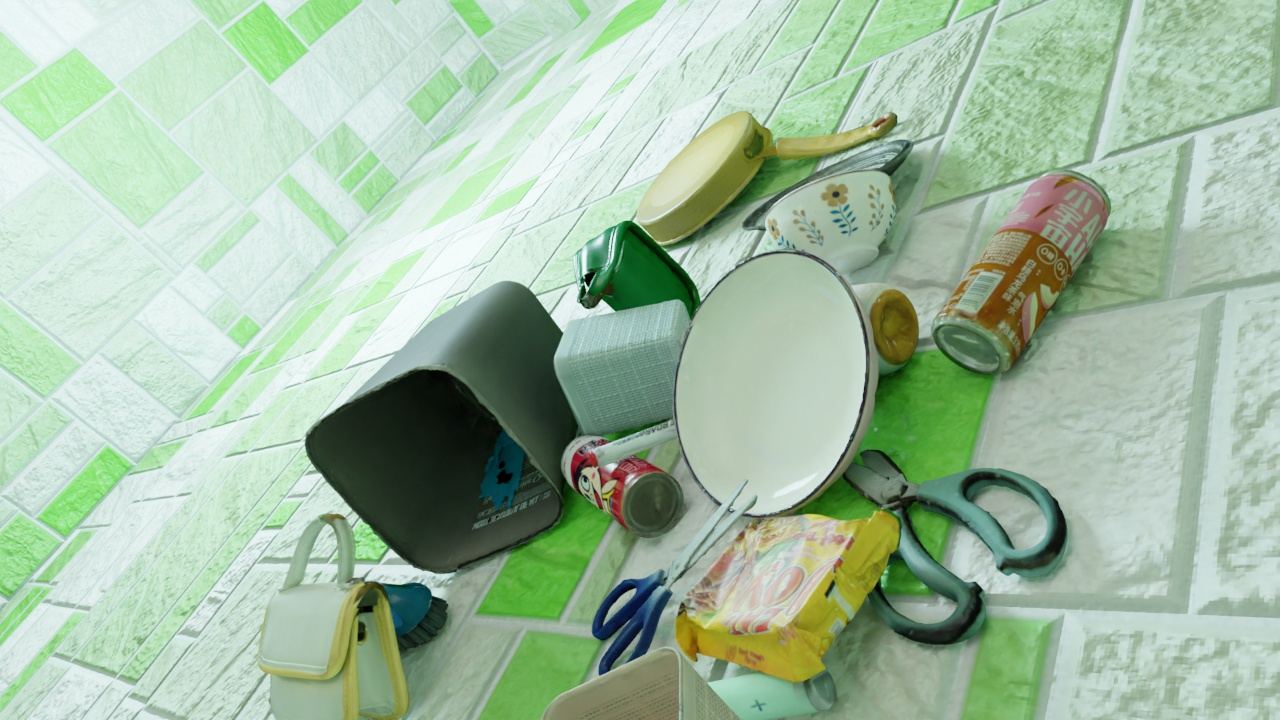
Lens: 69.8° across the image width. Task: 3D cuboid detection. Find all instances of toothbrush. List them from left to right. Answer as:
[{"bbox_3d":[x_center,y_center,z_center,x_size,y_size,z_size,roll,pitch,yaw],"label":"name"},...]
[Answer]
[{"bbox_3d":[0.014,0.215,0.557,0.225,0.027,0.026,-24,17,32],"label":"toothbrush"}]

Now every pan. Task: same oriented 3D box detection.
[{"bbox_3d":[0.137,-0.233,1.082,0.358,0.078,0.197,-20,35,50],"label":"pan"}]

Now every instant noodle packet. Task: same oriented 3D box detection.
[{"bbox_3d":[0.084,0.133,0.541,0.110,0.044,0.129,-48,15,-28],"label":"instant noodle packet"}]

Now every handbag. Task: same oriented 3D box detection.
[{"bbox_3d":[-0.275,0.222,0.785,0.164,0.178,0.063,-15,-7,43],"label":"handbag"},{"bbox_3d":[-0.006,-0.065,0.914,0.068,0.131,0.120,-30,30,31],"label":"handbag"}]

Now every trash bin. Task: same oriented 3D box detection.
[{"bbox_3d":[-0.164,0.053,0.896,0.199,0.198,0.219,-26,22,25],"label":"trash bin"}]

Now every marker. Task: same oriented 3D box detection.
[{"bbox_3d":[0.028,0.055,0.735,0.145,0.017,0.017,-19,21,-15],"label":"marker"}]

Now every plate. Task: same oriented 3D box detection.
[{"bbox_3d":[0.098,0.017,0.662,0.193,0.039,0.192,-18,68,50],"label":"plate"},{"bbox_3d":[0.184,-0.164,0.895,0.179,0.024,0.179,-28,13,7],"label":"plate"}]

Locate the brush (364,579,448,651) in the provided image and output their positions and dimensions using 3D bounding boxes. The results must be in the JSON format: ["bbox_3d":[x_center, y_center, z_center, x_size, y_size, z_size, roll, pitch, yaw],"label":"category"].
[{"bbox_3d":[-0.242,0.230,0.839,0.144,0.073,0.055,-19,36,38],"label":"brush"}]

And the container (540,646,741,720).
[{"bbox_3d":[0.015,0.219,0.450,0.090,0.111,0.090,-31,27,20],"label":"container"}]

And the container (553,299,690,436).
[{"bbox_3d":[-0.005,0.005,0.825,0.112,0.090,0.089,-14,28,15],"label":"container"}]

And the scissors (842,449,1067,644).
[{"bbox_3d":[0.157,0.103,0.546,0.143,0.019,0.180,-46,27,-8],"label":"scissors"}]

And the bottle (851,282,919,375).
[{"bbox_3d":[0.126,-0.019,0.726,0.190,0.068,0.067,-4,44,52],"label":"bottle"}]

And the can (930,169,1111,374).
[{"bbox_3d":[0.257,-0.060,0.619,0.147,0.058,0.058,-50,26,-18],"label":"can"}]

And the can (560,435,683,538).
[{"bbox_3d":[-0.019,0.100,0.756,0.053,0.053,0.133,-47,26,-12],"label":"can"}]

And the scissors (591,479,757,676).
[{"bbox_3d":[0.019,0.145,0.639,0.172,0.012,0.133,-61,22,-12],"label":"scissors"}]

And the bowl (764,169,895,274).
[{"bbox_3d":[0.171,-0.111,0.795,0.114,0.113,0.062,-25,72,30],"label":"bowl"}]
